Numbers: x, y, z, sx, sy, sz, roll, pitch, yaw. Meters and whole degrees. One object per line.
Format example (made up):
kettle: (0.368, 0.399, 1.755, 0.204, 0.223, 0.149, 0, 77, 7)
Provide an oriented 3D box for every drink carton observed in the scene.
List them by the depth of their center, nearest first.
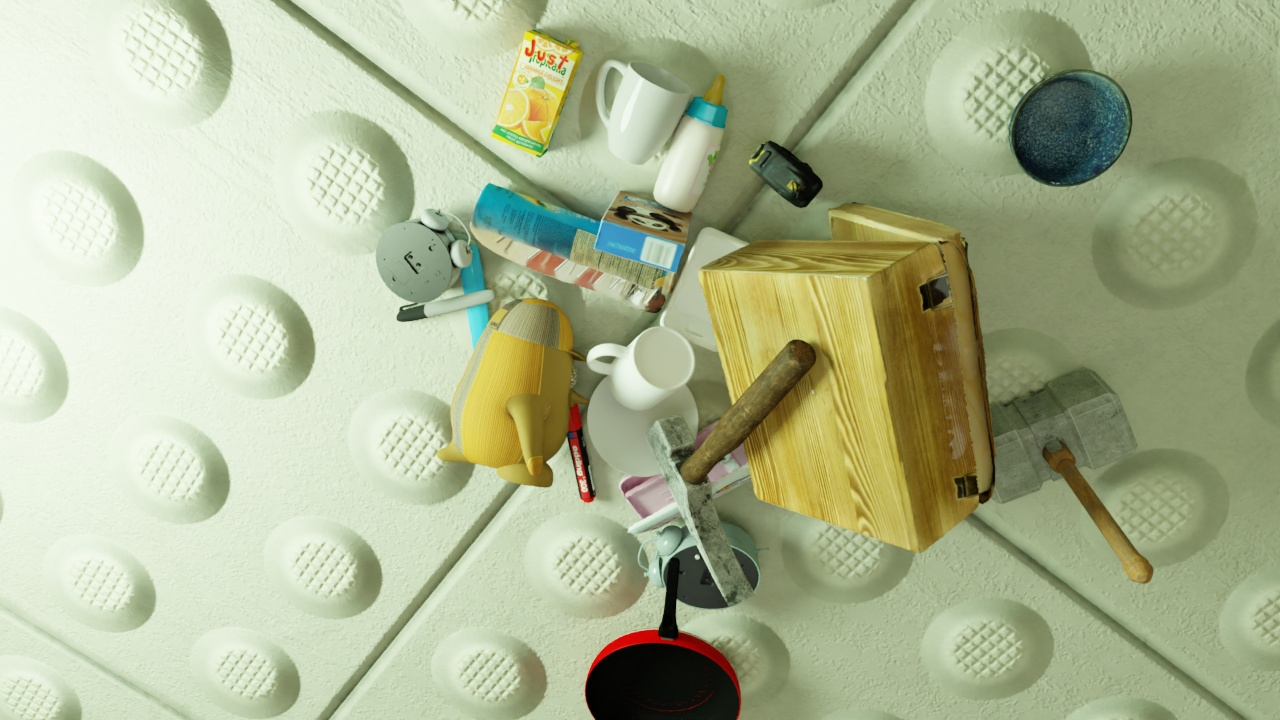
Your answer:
drink carton: (-0.109, -0.286, 0.974, 0.058, 0.041, 0.123, 23, 112, -4)

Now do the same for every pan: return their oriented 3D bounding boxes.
pan: (0.034, 0.381, 1.199, 0.209, 0.067, 0.357, 6, 119, 4)

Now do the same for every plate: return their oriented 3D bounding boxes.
plate: (0.003, 0.071, 1.091, 0.134, 0.011, 0.134, 2, 82, -12)

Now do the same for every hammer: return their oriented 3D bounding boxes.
hammer: (0.111, 0.101, 0.927, 0.037, 0.217, 0.301, -13, 155, -29)
hammer: (0.448, 0.129, 0.935, 0.163, 0.317, 0.083, -25, 107, 15)

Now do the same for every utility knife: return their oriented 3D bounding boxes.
utility knife: (-0.196, -0.067, 1.085, 0.031, 0.015, 0.174, -1, 109, 9)

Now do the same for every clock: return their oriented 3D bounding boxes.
clock: (-0.244, -0.122, 1.050, 0.123, 0.035, 0.094, -34, 99, 24)
clock: (0.076, 0.256, 1.159, 0.159, 0.045, 0.123, 11, 125, -3)

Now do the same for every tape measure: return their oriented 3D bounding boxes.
tape measure: (0.157, -0.195, 0.968, 0.071, 0.072, 0.042, 42, 107, 19)

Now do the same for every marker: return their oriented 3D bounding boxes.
marker: (-0.231, -0.066, 1.079, 0.139, 0.016, 0.022, -12, 110, 21)
marker: (-0.077, 0.111, 1.141, 0.023, 0.021, 0.145, 12, 120, 45)

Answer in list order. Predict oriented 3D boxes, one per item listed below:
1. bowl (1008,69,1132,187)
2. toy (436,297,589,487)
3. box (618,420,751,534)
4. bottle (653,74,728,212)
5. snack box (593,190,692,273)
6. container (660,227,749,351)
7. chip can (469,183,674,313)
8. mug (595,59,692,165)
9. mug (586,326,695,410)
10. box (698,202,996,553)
bowl: (0.425, -0.237, 0.928, 0.114, 0.060, 0.114, 1, 111, 3)
toy: (-0.133, 0.029, 1.058, 0.162, 0.199, 0.203, 12, 95, -28)
box: (0.070, 0.147, 1.102, 0.202, 0.095, 0.088, -31, 108, 16)
bottle: (0.060, -0.231, 0.974, 0.051, 0.051, 0.146, 21, 113, -3)
snack box: (0.006, -0.137, 0.963, 0.087, 0.151, 0.034, 17, 112, -1)
container: (0.082, -0.084, 1.031, 0.081, 0.049, 0.129, 23, 112, -3)
chip can: (-0.073, -0.124, 1.019, 0.229, 0.079, 0.080, 19, 112, -2)
mug: (-0.010, -0.266, 0.966, 0.107, 0.071, 0.090, 39, 123, 19)
mug: (-0.006, 0.006, 1.037, 0.110, 0.091, 0.073, 14, 69, -16)
box: (0.240, 0.003, 0.921, 0.214, 0.258, 0.279, -25, 111, -29)
